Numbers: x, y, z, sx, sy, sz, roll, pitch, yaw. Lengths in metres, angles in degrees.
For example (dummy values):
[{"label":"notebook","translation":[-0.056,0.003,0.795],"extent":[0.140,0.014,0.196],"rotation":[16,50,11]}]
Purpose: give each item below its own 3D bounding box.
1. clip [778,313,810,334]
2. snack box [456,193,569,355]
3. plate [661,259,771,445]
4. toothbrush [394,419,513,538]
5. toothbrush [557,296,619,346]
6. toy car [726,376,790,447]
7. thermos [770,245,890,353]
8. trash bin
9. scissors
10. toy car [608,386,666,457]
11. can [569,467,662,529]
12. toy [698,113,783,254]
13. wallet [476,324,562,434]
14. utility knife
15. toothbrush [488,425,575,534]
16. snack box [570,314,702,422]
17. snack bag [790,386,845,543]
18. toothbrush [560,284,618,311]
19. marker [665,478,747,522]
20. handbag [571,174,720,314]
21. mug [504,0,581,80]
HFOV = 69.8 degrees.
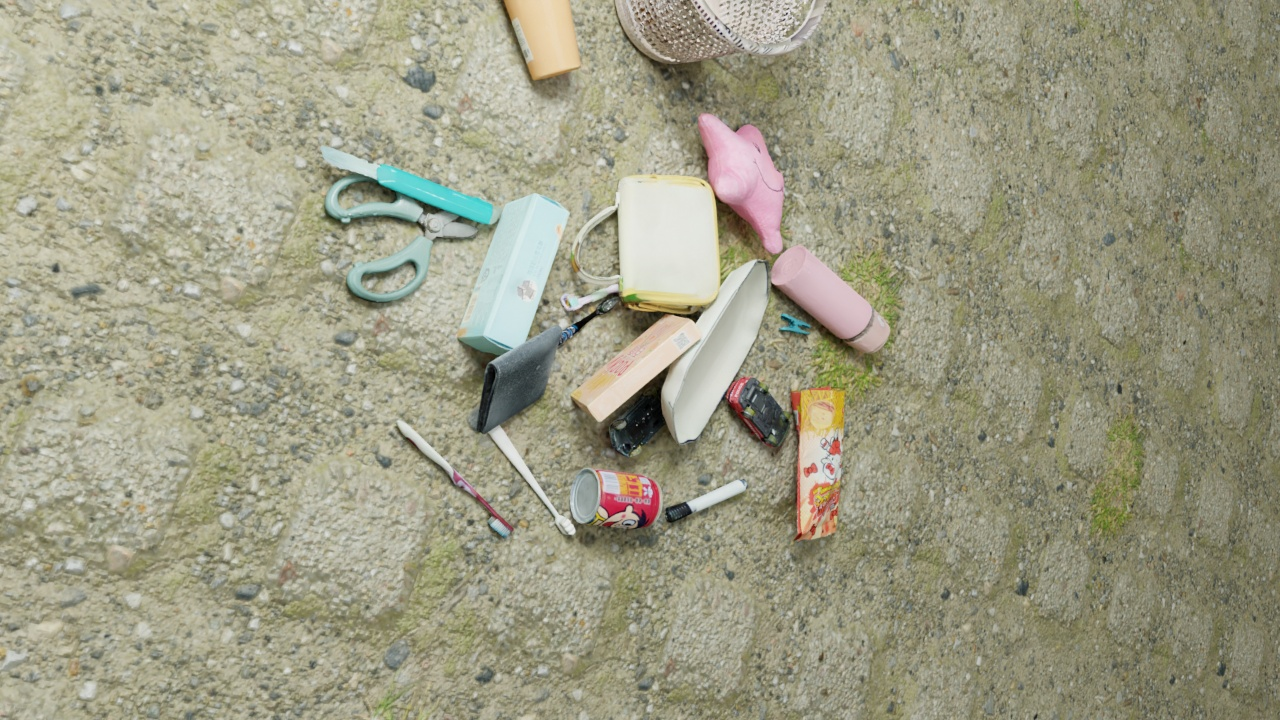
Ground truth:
[{"label":"clip","translation":[0.217,-0.049,1.284],"extent":[0.057,0.015,0.048],"rotation":[16,79,-33]},{"label":"snack box","translation":[-0.140,-0.094,1.014],"extent":[0.051,0.074,0.174],"rotation":[25,77,-31]},{"label":"plate","translation":[0.093,-0.016,1.145],"extent":[0.265,0.034,0.162],"rotation":[-57,156,-27]},{"label":"toothbrush","translation":[-0.204,0.131,1.006],"extent":[0.017,0.016,0.187],"rotation":[-46,114,-14]},{"label":"toothbrush","translation":[-0.094,-0.026,1.080],"extent":[0.189,0.016,0.014],"rotation":[-36,103,-27]},{"label":"toy car","translation":[0.158,0.068,1.226],"extent":[0.120,0.045,0.052],"rotation":[48,66,-36]},{"label":"thermos","translation":[0.272,-0.088,1.295],"extent":[0.198,0.067,0.087],"rotation":[33,43,-28]},{"label":"trash bin","translation":[0.078,-0.451,1.088],"extent":[0.227,0.192,0.227],"rotation":[0,90,-33]},{"label":"scissors","translation":[-0.249,-0.122,0.977],"extent":[0.177,0.019,0.169],"rotation":[5,86,-36]},{"label":"toy car","translation":[-0.002,0.076,1.128],"extent":[0.105,0.031,0.049],"rotation":[-44,113,-34]},{"label":"can","translation":[-0.028,0.165,1.090],"extent":[0.093,0.067,0.066],"rotation":[12,83,-33]},{"label":"toy","translation":[0.133,-0.248,1.186],"extent":[0.194,0.075,0.178],"rotation":[39,43,-41]},{"label":"wallet","translation":[-0.132,0.023,0.999],"extent":[0.019,0.121,0.097],"rotation":[42,49,19]},{"label":"utility knife","translation":[-0.237,-0.184,0.969],"extent":[0.209,0.013,0.029],"rotation":[17,70,-37]},{"label":"toothbrush","translation":[-0.128,0.133,1.054],"extent":[0.016,0.016,0.180],"rotation":[-43,111,-29]},{"label":"snack box","translation":[-0.006,0.006,1.070],"extent":[0.157,0.084,0.026],"rotation":[-40,107,-10]},{"label":"snack bag","translation":[0.244,0.141,1.266],"extent":[0.128,0.073,0.208],"rotation":[-1,90,-58]},{"label":"toothbrush","translation":[-0.015,-0.099,1.130],"extent":[0.188,0.029,0.021],"rotation":[-25,143,-33]},{"label":"marker","translation":[0.087,0.180,1.195],"extent":[0.130,0.018,0.022],"rotation":[-19,90,-32]},{"label":"handbag","translation":[0.002,-0.141,1.112],"extent":[0.178,0.063,0.163],"rotation":[2,76,-16]},{"label":"mug","translation":[-0.111,-0.386,1.038],"extent":[0.078,0.078,0.123],"rotation":[-24,107,-31]}]
